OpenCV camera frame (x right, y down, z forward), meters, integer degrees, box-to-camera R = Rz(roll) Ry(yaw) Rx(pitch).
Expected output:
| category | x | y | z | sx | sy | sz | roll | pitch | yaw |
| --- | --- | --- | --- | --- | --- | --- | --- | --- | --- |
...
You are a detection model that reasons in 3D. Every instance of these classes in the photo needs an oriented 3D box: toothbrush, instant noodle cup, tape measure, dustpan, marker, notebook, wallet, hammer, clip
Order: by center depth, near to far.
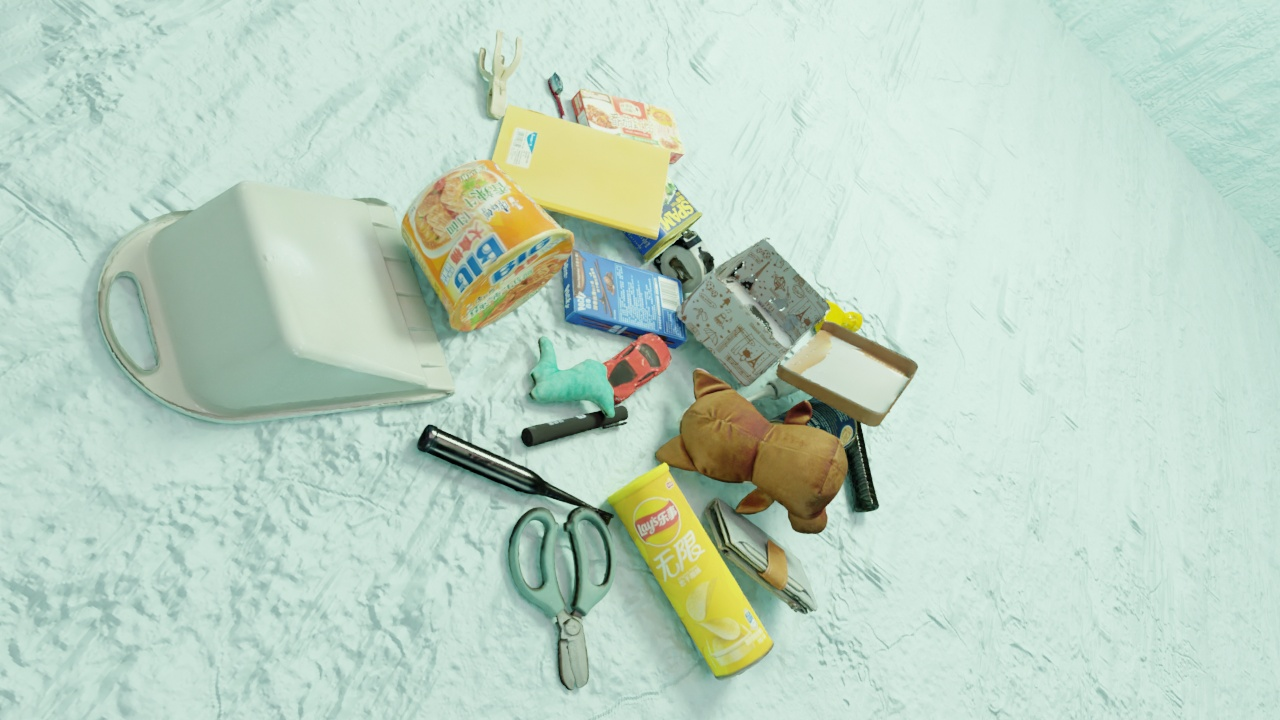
| category | x | y | z | sx | sy | sz | roll | pitch | yaw |
| --- | --- | --- | --- | --- | --- | --- | --- | --- | --- |
| dustpan | -0.326 | -0.047 | 0.826 | 0.257 | 0.143 | 0.222 | 13 | 52 | -67 |
| toothbrush | -0.115 | 0.116 | 0.886 | 0.212 | 0.026 | 0.027 | 29 | 85 | -24 |
| instant noodle cup | -0.157 | -0.118 | 0.911 | 0.151 | 0.152 | 0.111 | -29 | 77 | -44 |
| marker | -0.066 | 0.068 | 0.955 | 0.131 | 0.020 | 0.022 | -11 | 86 | -42 |
| wallet | 0.133 | 0.208 | 0.985 | 0.129 | 0.037 | 0.106 | 39 | 10 | -16 |
| notebook | -0.070 | -0.224 | 1.079 | 0.206 | 0.010 | 0.145 | 14 | 56 | -9 |
| clip | -0.164 | -0.346 | 1.086 | 0.035 | 0.097 | 0.101 | 13 | 47 | -32 |
| tape measure | 0.057 | -0.117 | 1.123 | 0.066 | 0.066 | 0.033 | 52 | 49 | 1 |
| toothbrush | 0.185 | 0.029 | 1.140 | 0.220 | 0.026 | 0.026 | -19 | 80 | -31 |
| toothbrush | -0.085 | -0.280 | 1.140 | 0.016 | 0.017 | 0.187 | -2 | 66 | -38 |
| hammer | 0.268 | 0.053 | 1.212 | 0.128 | 0.033 | 0.300 | 11 | 59 | -32 |

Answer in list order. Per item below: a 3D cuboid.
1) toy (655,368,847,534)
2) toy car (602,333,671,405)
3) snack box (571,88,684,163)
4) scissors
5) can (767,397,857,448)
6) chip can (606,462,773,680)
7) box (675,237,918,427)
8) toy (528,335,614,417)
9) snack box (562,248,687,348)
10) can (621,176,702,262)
| category | x | y | z | sx | sy | sz | roll | pitch | yaw |
| --- | --- | --- | --- | --- | --- | --- | --- | --- | --- |
| toy | 0.125 | 0.099 | 1.006 | 0.199 | 0.131 | 0.139 | 22 | 64 | 6 |
| toy car | -0.006 | 0.006 | 1.021 | 0.106 | 0.031 | 0.049 | -35 | 90 | -36 |
| snack box | -0.015 | -0.306 | 1.204 | 0.152 | 0.026 | 0.075 | 2 | 65 | -37 |
| scissors | -0.086 | 0.217 | 0.853 | 0.129 | 0.019 | 0.184 | 22 | 59 | -20 |
| can | 0.200 | 0.091 | 1.107 | 0.110 | 0.076 | 0.075 | -21 | 79 | -43 |
| chip can | 0.049 | 0.211 | 0.925 | 0.071 | 0.072 | 0.213 | -26 | 84 | -43 |
| box | 0.192 | -0.022 | 1.098 | 0.261 | 0.103 | 0.178 | 45 | 35 | 7 |
| toy | -0.075 | 0.018 | 0.961 | 0.091 | 0.030 | 0.096 | -4 | 68 | -24 |
| snack box | -0.018 | -0.070 | 1.065 | 0.157 | 0.026 | 0.084 | 13 | 58 | -32 |
| can | 0.016 | -0.183 | 1.136 | 0.083 | 0.057 | 0.101 | 49 | 46 | -1 |
